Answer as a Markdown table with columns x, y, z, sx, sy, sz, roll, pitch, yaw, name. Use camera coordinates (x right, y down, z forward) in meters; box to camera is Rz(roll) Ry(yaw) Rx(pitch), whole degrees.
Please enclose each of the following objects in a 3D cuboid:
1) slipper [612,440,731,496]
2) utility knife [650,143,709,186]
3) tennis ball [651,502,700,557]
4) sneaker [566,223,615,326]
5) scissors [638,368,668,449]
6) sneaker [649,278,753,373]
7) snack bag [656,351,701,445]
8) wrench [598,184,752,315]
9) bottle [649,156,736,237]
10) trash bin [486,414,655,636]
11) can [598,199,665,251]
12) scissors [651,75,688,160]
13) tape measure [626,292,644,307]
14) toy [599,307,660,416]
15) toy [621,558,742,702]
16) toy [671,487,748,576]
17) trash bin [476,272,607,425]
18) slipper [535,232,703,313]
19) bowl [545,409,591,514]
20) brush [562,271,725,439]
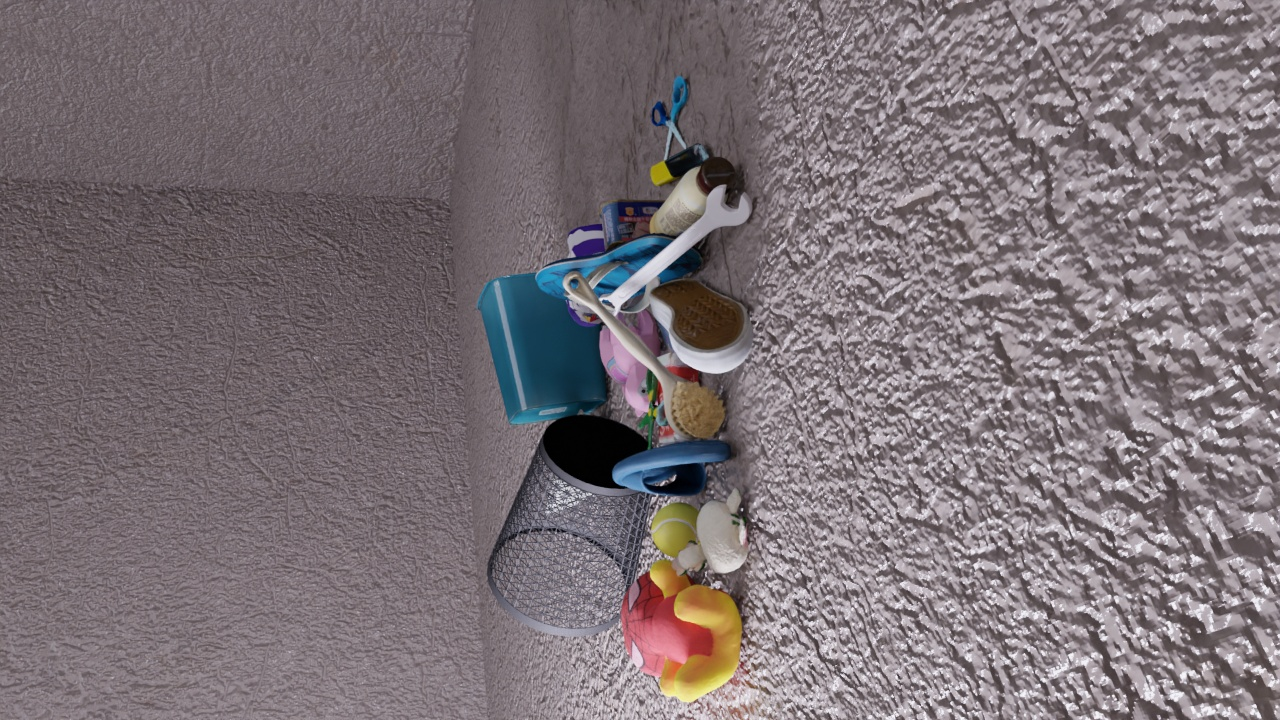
| x | y | z | sx | sy | sz | roll | pitch | yaw | name |
| --- | --- | --- | --- | --- | --- | --- | --- | --- | --- |
| 0.033 | 0.131 | 1.074 | 0.214 | 0.103 | 0.059 | 145 | 120 | -64 | slipper |
| 0.049 | -0.244 | 1.143 | 0.174 | 0.020 | 0.029 | -174 | 68 | -72 | utility knife |
| 0.046 | 0.201 | 1.087 | 0.065 | 0.065 | 0.065 | 179 | 91 | -72 | tennis ball |
| -0.065 | -0.115 | 1.330 | 0.245 | 0.091 | 0.111 | 134 | 137 | -73 | sneaker |
| 0.018 | 0.065 | 1.138 | 0.127 | 0.011 | 0.125 | -152 | 64 | -71 | scissors |
| 0.069 | -0.026 | 1.017 | 0.235 | 0.087 | 0.079 | -122 | 16 | -67 | sneaker |
| 0.046 | 0.046 | 1.131 | 0.077 | 0.036 | 0.116 | 159 | 110 | -71 | snack bag |
| 0.029 | -0.117 | 1.048 | 0.274 | 0.047 | 0.009 | -36 | 13 | 46 | wrench |
| 0.061 | -0.179 | 1.049 | 0.162 | 0.056 | 0.056 | 140 | 128 | -67 | bottle |
| -0.086 | 0.222 | 1.297 | 0.216 | 0.216 | 0.244 | -115 | 36 | -53 | trash bin |
| 0.000 | -0.168 | 1.170 | 0.054 | 0.099 | 0.059 | 134 | 132 | -67 | can |
| 0.039 | -0.312 | 1.190 | 0.133 | 0.014 | 0.128 | -120 | 29 | -49 | scissors |
| -0.007 | -0.114 | 1.322 | 0.062 | 0.020 | 0.060 | 131 | 136 | -64 | tape measure |
| -0.008 | 0.007 | 1.254 | 0.123 | 0.067 | 0.157 | 122 | 139 | -62 | toy |
| 0.042 | 0.304 | 1.050 | 0.217 | 0.098 | 0.147 | 166 | 113 | -71 | toy |
| 0.083 | 0.190 | 0.987 | 0.112 | 0.050 | 0.087 | -57 | 32 | 24 | toy |
| -0.158 | -0.017 | 1.544 | 0.200 | 0.196 | 0.218 | 139 | 122 | -69 | trash bin |
| -0.032 | -0.097 | 1.177 | 0.296 | 0.118 | 0.060 | -12 | 64 | 53 | slipper |
| -0.092 | 0.173 | 1.473 | 0.177 | 0.071 | 0.177 | 38 | -110 | -89 | bowl |
| -0.002 | -0.012 | 1.074 | 0.272 | 0.061 | 0.077 | 48 | 151 | 19 | brush |
